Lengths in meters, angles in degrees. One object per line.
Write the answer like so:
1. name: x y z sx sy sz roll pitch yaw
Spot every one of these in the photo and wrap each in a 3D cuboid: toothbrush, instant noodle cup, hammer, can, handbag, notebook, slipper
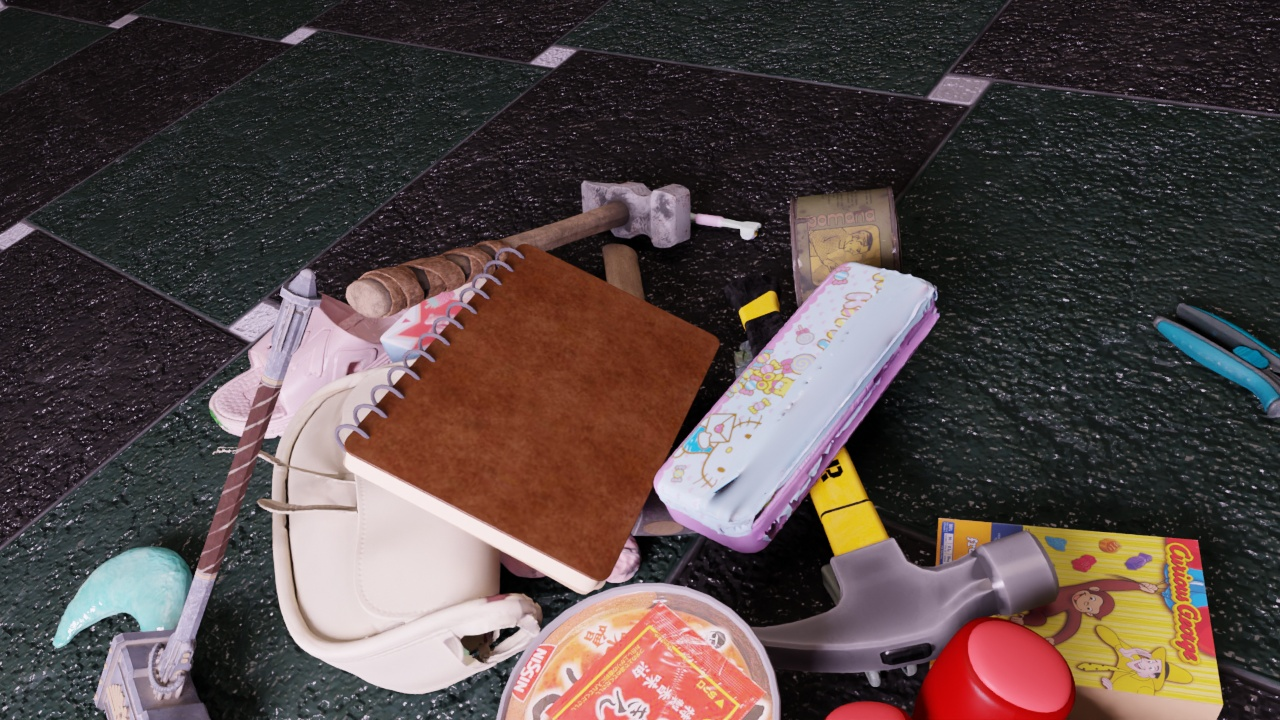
1. toothbrush: 0.037 -0.128 0.824 0.155 0.015 0.022 16 50 32
2. instant noodle cup: 0.011 0.190 0.430 0.124 0.122 0.123 -10 44 9
3. hammer: -0.004 0.004 0.679 0.119 0.031 0.330 10 33 -14
4. can: 0.153 -0.080 0.681 0.075 0.090 0.089 -4 45 13
5. handbag: -0.155 0.083 0.561 0.184 0.132 0.228 -26 47 19
6. notebook: -0.058 0.019 0.564 0.167 0.024 0.224 26 42 3
7. hammer: -0.089 -0.091 0.716 0.122 0.049 0.317 15 28 34
8. hammer: 0.100 0.044 0.566 0.170 0.034 0.324 -20 40 5
9. hammer: -0.236 0.096 0.514 0.098 0.044 0.322 39 111 42
10. slipper: -0.255 -0.020 0.777 0.239 0.064 0.094 -33 45 -17

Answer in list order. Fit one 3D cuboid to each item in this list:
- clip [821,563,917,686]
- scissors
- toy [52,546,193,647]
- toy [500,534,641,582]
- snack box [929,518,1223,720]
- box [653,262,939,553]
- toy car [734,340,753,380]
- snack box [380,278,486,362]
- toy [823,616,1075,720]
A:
1. clip: 0.127 0.144 0.512 0.044 0.023 0.076 -19 41 1
2. scissors: 0.391 0.005 0.566 0.136 0.019 0.137 9 48 27
3. toy: -0.354 0.171 0.641 0.105 0.033 0.084 7 60 24
4. toy: -0.039 0.099 0.595 0.105 0.053 0.108 18 51 19
5. snack box: 0.218 0.135 0.475 0.126 0.040 0.088 2 47 20
6. box: 0.096 0.020 0.546 0.076 0.033 0.213 19 56 42
7. toy car: 0.089 0.025 0.636 0.048 0.033 0.105 -6 43 16
8. snack box: -0.127 -0.010 0.711 0.093 0.079 0.094 18 54 32
9. toy: 0.120 0.217 0.356 0.196 0.121 0.158 -35 88 -31
